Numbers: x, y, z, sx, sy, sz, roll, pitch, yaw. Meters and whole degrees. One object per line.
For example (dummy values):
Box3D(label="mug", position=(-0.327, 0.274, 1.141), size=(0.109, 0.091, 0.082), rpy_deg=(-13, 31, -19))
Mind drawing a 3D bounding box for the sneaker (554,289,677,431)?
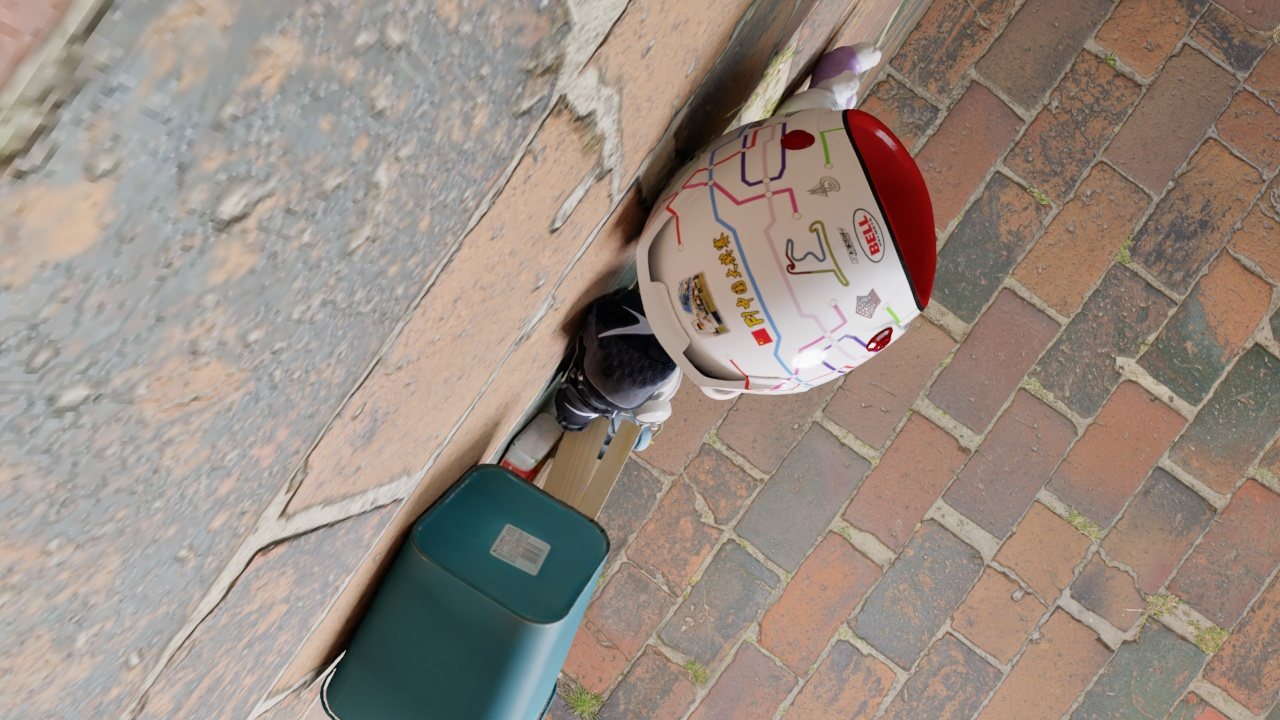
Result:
Box3D(label="sneaker", position=(-0.039, 0.020, 0.912), size=(0.151, 0.097, 0.252), rpy_deg=(-53, -178, 16))

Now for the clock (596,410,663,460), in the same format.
Box3D(label="clock", position=(-0.032, 0.080, 1.202), size=(0.051, 0.124, 0.089), rpy_deg=(-86, 170, -62))

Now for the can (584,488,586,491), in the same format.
Box3D(label="can", position=(-0.110, 0.168, 1.403), size=(0.146, 0.079, 0.079), rpy_deg=(-55, 176, 6))

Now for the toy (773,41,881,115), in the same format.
Box3D(label="toy", position=(0.231, -0.325, 1.190), size=(0.208, 0.085, 0.138), rpy_deg=(-54, 174, -28))

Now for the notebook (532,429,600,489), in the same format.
Box3D(label="notebook", position=(-0.142, 0.185, 1.279), size=(0.215, 0.034, 0.190), rpy_deg=(-55, 153, 7))

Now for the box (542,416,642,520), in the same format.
Box3D(label="box", position=(-0.071, 0.152, 1.090), size=(0.250, 0.092, 0.128), rpy_deg=(113, -5, -66))

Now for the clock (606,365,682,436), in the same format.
Box3D(label="clock", position=(-0.007, 0.023, 1.149), size=(0.061, 0.120, 0.159), rpy_deg=(93, 22, -72))

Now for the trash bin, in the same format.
Box3D(label="trash bin", position=(-0.149, 0.238, 0.847), size=(0.219, 0.196, 0.198), rpy_deg=(-63, 173, 29))

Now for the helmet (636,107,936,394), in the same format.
Box3D(label="helmet", position=(0.122, -0.093, 0.811), size=(0.237, 0.231, 0.313), rpy_deg=(-20, -171, 28))

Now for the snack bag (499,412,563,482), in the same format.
Box3D(label="snack bag", position=(-0.134, 0.118, 1.017), size=(0.116, 0.036, 0.076), rpy_deg=(-57, 176, 34))

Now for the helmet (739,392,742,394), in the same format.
Box3D(label="helmet", position=(0.161, -0.081, 1.548), size=(0.201, 0.176, 0.274), rpy_deg=(97, 0, -47))

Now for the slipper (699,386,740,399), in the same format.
Box3D(label="slipper", position=(0.099, -0.053, 1.183), size=(0.106, 0.222, 0.056), rpy_deg=(-18, -161, -15))
